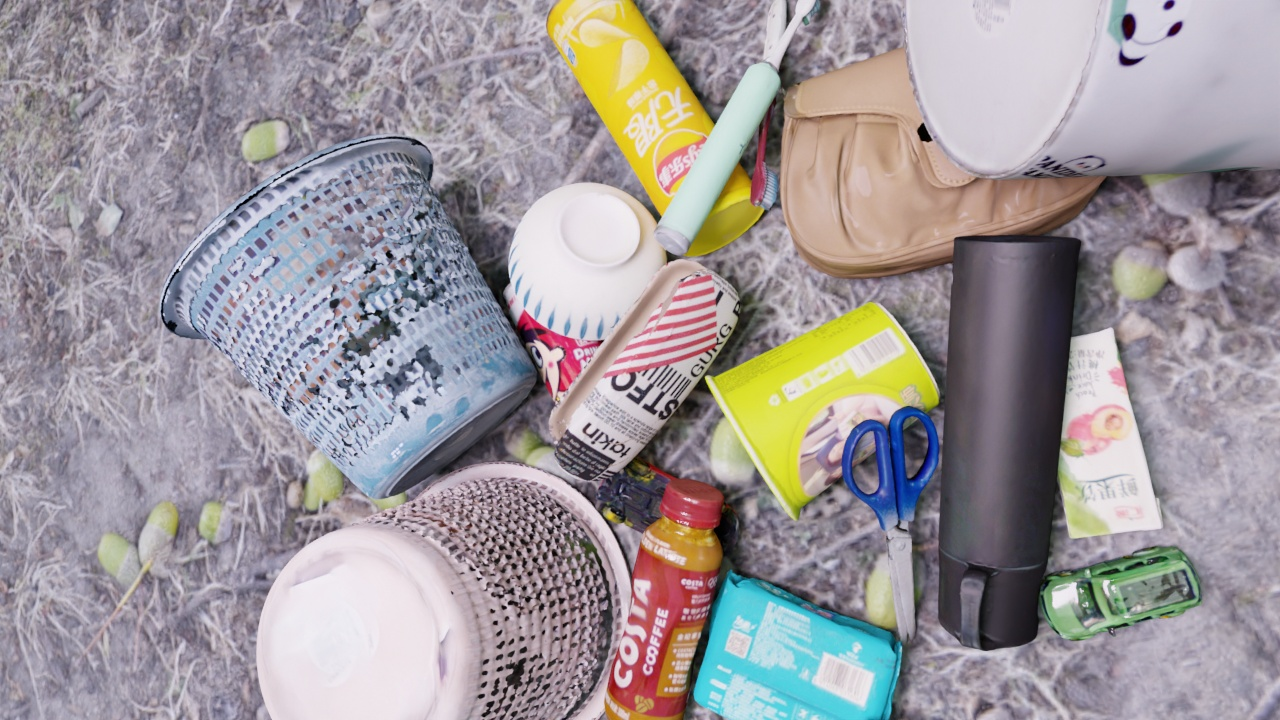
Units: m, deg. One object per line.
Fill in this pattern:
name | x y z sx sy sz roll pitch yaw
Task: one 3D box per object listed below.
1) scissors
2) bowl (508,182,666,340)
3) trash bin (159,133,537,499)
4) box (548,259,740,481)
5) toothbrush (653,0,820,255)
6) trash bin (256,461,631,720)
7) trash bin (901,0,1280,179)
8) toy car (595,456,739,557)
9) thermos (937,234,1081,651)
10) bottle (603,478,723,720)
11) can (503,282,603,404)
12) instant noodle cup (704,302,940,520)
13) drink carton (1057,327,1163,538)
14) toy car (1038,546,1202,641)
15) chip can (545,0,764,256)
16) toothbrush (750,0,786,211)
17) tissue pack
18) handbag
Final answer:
scissors | 0.174 0.107 0.586 0.108 0.012 0.175 -38 115 -3
bowl | -0.034 -0.079 0.657 0.116 0.066 0.116 4 68 -10
trash bin | -0.190 -0.016 0.672 0.227 0.226 0.195 -39 86 12
box | -0.004 0.003 0.618 0.163 0.076 0.088 -55 39 6
toothbrush | 0.070 -0.168 0.619 0.026 0.027 0.224 18 71 35
trash bin | -0.140 0.184 0.631 0.228 0.192 0.227 -2 84 19
trash bin | 0.284 -0.195 0.451 0.252 0.230 0.229 -8 81 -7
toy car | 0.021 0.108 0.664 0.106 0.031 0.049 25 99 8
thermos | 0.212 0.050 0.540 0.068 0.089 0.242 5 101 26
bottle | 0.019 0.168 0.627 0.057 0.057 0.175 17 103 20
can | -0.053 -0.004 0.690 0.053 0.053 0.132 -32 75 14
instant noodle cup | 0.123 0.026 0.602 0.123 0.111 0.111 -32 75 5
drink carton | 0.279 0.046 0.570 0.054 0.045 0.122 -14 80 22
toy car | 0.293 0.143 0.562 0.091 0.036 0.043 -23 79 20
chip can | 0.009 -0.181 0.675 0.072 0.072 0.213 -33 75 14
toothbrush | 0.094 -0.186 0.649 0.016 0.017 0.187 -30 46 55
tissue pack | 0.103 0.207 0.615 0.133 0.050 0.093 19 93 21
handbag | 0.188 -0.138 0.592 0.205 0.099 0.147 -16 79 11
